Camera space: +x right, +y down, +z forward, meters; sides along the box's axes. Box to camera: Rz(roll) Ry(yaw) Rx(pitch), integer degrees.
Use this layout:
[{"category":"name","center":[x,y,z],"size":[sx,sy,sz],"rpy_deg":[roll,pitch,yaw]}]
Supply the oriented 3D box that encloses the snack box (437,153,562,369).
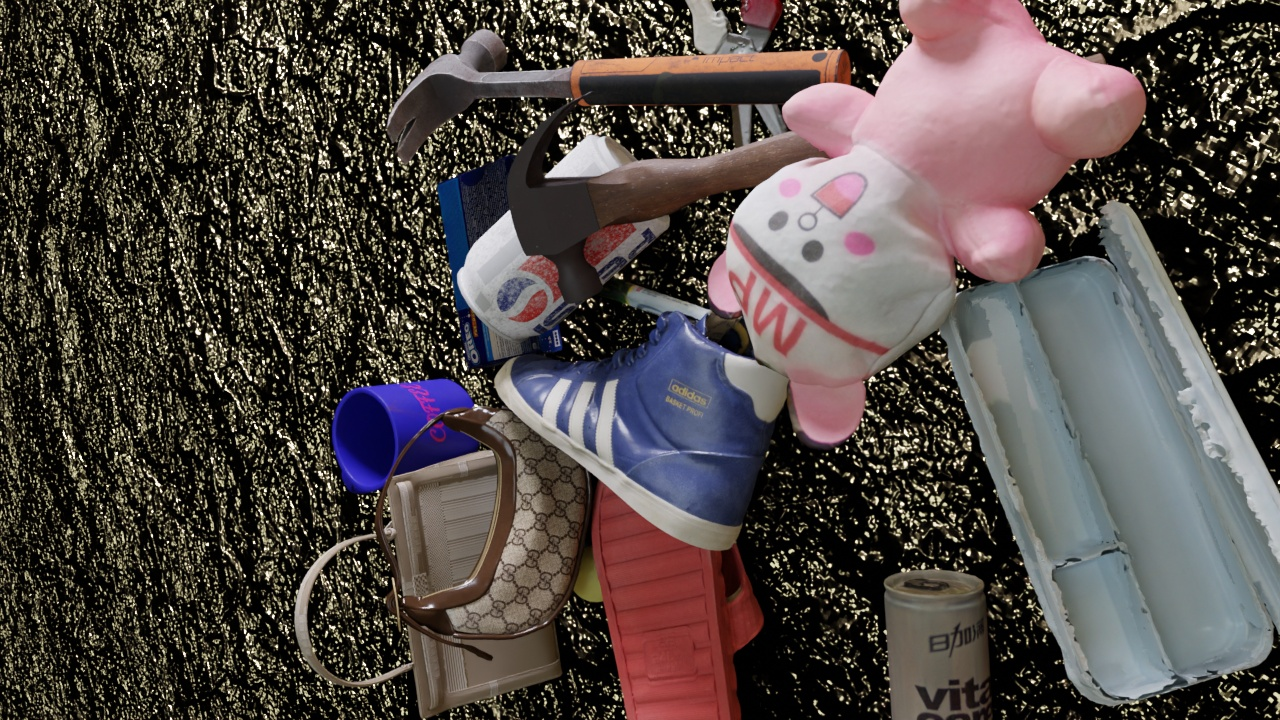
[{"category":"snack box","center":[-0.109,-0.073,0.700],"size":[0.082,0.027,0.150],"rpy_deg":[-10,87,37]}]

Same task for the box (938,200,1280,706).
[{"category":"box","center":[0.224,0.035,0.392],"size":[0.106,0.125,0.215],"rpy_deg":[-16,76,-7]}]

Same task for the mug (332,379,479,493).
[{"category":"mug","center":[-0.196,0.068,0.740],"size":[0.111,0.083,0.079],"rpy_deg":[-48,67,29]}]

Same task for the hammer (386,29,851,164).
[{"category":"hammer","center":[-0.025,-0.170,0.580],"size":[0.315,0.137,0.035],"rpy_deg":[9,138,32]}]

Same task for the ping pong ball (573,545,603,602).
[{"category":"ping pong ball","center":[-0.031,0.152,0.654],"size":[0.040,0.040,0.040],"rpy_deg":[3,96,36]}]

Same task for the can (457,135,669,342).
[{"category":"can","center":[-0.052,-0.079,0.612],"size":[0.136,0.078,0.078],"rpy_deg":[-39,71,19]}]

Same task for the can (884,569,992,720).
[{"category":"can","center":[0.165,0.188,0.505],"size":[0.054,0.054,0.135],"rpy_deg":[-2,93,36]}]

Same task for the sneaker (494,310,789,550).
[{"category":"sneaker","center":[-0.003,0.005,0.579],"size":[0.233,0.091,0.118],"rpy_deg":[37,108,46]}]

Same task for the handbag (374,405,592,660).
[{"category":"handbag","center":[-0.109,0.113,0.625],"size":[0.063,0.138,0.166],"rpy_deg":[145,138,-67]}]

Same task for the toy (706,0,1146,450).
[{"category":"toy","center":[0.119,-0.069,0.440],"size":[0.214,0.084,0.142],"rpy_deg":[-52,58,24]}]

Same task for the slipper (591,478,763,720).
[{"category":"slipper","center":[0.030,0.172,0.600],"size":[0.104,0.059,0.248],"rpy_deg":[-25,64,33]}]

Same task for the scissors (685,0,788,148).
[{"category":"scissors","center":[0.057,-0.226,0.574],"size":[0.179,0.015,0.188],"rpy_deg":[39,115,26]}]

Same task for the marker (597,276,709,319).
[{"category":"marker","center":[0.024,-0.033,0.613],"size":[0.146,0.017,0.017],"rpy_deg":[21,106,33]}]

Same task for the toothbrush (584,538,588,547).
[{"category":"toothbrush","center":[-0.064,0.083,0.689],"size":[0.016,0.014,0.166],"rpy_deg":[-21,82,35]}]

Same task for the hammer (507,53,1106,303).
[{"category":"hammer","center":[0.077,-0.112,0.502],"size":[0.323,0.033,0.115],"rpy_deg":[-9,111,19]}]

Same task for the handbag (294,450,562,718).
[{"category":"handbag","center":[-0.150,0.162,0.644],"size":[0.062,0.197,0.175],"rpy_deg":[-9,88,36]}]
